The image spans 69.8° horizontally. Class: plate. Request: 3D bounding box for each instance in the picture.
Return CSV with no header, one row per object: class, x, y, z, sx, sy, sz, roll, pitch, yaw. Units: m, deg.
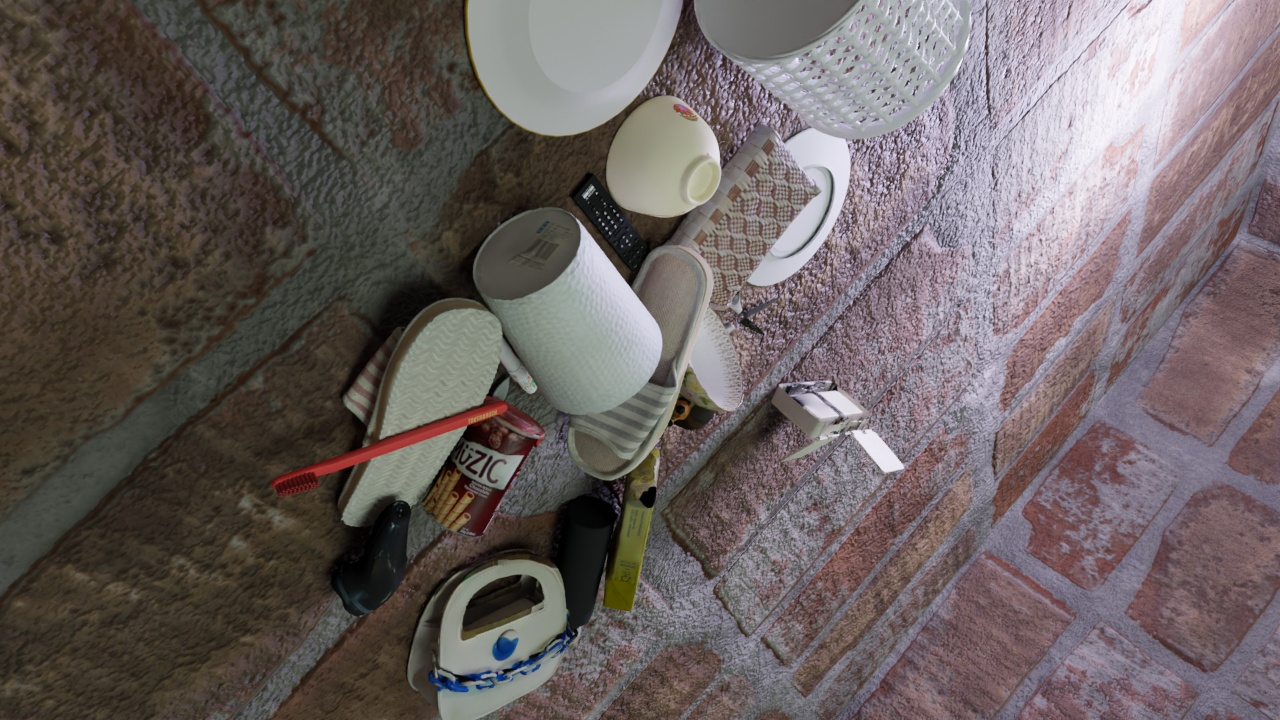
plate,-0.041,-0.291,0.748,0.229,0.021,0.230,-30,139,-30
plate,0.192,-0.182,1.119,0.208,0.015,0.209,-30,139,-30

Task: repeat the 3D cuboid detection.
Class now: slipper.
slipper,-0.209,0.046,0.823,0.114,0.052,0.264,-1,131,-45
slipper,-0.006,0.006,0.975,0.273,0.114,0.054,-64,162,16

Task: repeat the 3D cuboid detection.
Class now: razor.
razor,-0.254,0.186,0.874,0.063,0.052,0.141,17,124,-14

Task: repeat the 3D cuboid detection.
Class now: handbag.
handbag,0.110,-0.156,1.019,0.186,0.047,0.124,-52,136,1
handbag,-0.168,0.318,1.079,0.200,0.093,0.200,-16,124,-40

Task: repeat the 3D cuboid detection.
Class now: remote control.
remote control,-0.027,-0.134,0.911,0.030,0.009,0.140,-50,145,-5

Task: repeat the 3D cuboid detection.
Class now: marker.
marker,-0.134,-0.010,0.889,0.017,0.017,0.145,-45,144,-12

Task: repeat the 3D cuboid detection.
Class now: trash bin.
trash bin,-0.069,-0.048,0.842,0.133,0.133,0.161,-45,140,-11

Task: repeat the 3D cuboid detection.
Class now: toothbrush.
toothbrush,-0.208,0.075,0.792,0.212,0.018,0.012,-19,143,-30

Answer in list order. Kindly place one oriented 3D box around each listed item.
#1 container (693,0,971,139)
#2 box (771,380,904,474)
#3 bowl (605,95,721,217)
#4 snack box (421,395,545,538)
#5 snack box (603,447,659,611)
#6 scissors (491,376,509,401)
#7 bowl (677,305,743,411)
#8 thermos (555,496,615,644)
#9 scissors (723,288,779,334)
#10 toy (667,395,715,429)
container,0.174,-0.320,0.826,0.186,0.189,0.189,13,109,-52
box,0.279,0.122,1.345,0.143,0.184,0.099,-2,127,-44
bowl,0.035,-0.185,0.883,0.117,0.074,0.118,-30,139,-30
snack box,-0.153,0.103,0.890,0.072,0.072,0.121,22,102,-55
snack box,-0.012,0.206,1.146,0.121,0.045,0.181,-78,178,-58
scissors,-0.163,0.086,0.939,0.135,0.019,0.139,-40,142,-22
bowl,0.055,-0.001,1.049,0.063,0.145,0.145,-24,156,28
thermos,-0.082,0.280,1.164,0.061,0.061,0.232,-17,132,-41
scissors,0.114,-0.052,1.143,0.157,0.012,0.171,-43,143,-11
toy,0.056,0.060,1.134,0.076,0.062,0.099,-30,175,31
